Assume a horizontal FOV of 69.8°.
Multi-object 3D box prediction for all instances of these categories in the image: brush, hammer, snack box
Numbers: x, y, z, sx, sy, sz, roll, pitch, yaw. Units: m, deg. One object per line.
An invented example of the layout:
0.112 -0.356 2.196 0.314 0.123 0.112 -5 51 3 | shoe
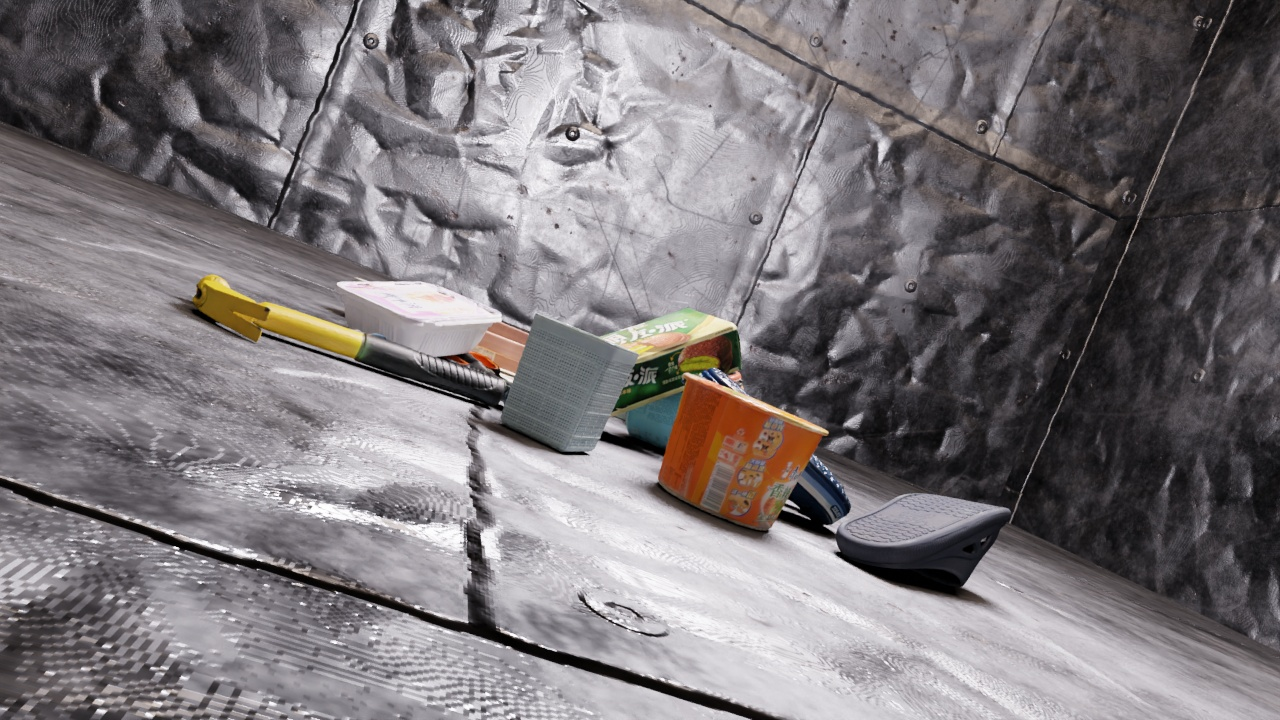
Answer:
-0.199 -0.022 1.267 0.145 0.063 0.073 22 -2 -4 | brush
-0.267 -0.012 0.875 0.300 0.033 0.129 21 2 -31 | hammer
-0.007 0.006 1.105 0.239 0.063 0.114 -19 22 -23 | snack box

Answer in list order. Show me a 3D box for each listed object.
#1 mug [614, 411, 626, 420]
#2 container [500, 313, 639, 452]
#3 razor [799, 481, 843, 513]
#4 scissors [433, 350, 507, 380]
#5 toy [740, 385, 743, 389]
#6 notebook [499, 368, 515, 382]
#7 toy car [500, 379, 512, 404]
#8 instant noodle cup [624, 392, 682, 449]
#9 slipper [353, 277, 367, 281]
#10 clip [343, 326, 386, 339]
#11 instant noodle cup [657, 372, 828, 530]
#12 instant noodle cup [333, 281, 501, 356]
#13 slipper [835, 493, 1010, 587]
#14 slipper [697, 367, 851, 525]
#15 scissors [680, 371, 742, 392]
-0.023 0.033 1.402 0.082 0.106 0.111 23 2 4 | mug
-0.070 0.025 0.887 0.090 0.111 0.090 22 1 18 | container
0.174 0.132 1.153 0.167 0.062 0.067 37 44 6 | razor
-0.160 0.025 1.116 0.235 0.022 0.124 22 12 22 | scissors
0.103 0.068 1.370 0.226 0.143 0.083 33 -12 -14 | toy
-0.188 0.020 1.282 0.146 0.010 0.206 20 2 -13 | notebook
-0.119 0.046 0.975 0.106 0.031 0.049 24 2 25 | toy car
0.049 0.074 1.191 0.120 0.111 0.111 15 -1 19 | instant noodle cup
-0.335 -0.065 1.362 0.114 0.054 0.274 23 -1 19 | slipper
-0.298 -0.022 0.969 0.057 0.024 0.028 19 -2 2 | clip
0.092 0.090 0.895 0.151 0.111 0.151 22 2 -1 | instant noodle cup
-0.268 -0.047 1.104 0.138 0.060 0.173 23 16 25 | instant noodle cup
0.301 0.200 0.988 0.267 0.083 0.111 -4 9 -44 | slipper
0.139 0.114 1.033 0.253 0.095 0.105 44 8 -21 | slipper
0.071 0.011 1.224 0.214 0.015 0.196 9 16 37 | scissors
